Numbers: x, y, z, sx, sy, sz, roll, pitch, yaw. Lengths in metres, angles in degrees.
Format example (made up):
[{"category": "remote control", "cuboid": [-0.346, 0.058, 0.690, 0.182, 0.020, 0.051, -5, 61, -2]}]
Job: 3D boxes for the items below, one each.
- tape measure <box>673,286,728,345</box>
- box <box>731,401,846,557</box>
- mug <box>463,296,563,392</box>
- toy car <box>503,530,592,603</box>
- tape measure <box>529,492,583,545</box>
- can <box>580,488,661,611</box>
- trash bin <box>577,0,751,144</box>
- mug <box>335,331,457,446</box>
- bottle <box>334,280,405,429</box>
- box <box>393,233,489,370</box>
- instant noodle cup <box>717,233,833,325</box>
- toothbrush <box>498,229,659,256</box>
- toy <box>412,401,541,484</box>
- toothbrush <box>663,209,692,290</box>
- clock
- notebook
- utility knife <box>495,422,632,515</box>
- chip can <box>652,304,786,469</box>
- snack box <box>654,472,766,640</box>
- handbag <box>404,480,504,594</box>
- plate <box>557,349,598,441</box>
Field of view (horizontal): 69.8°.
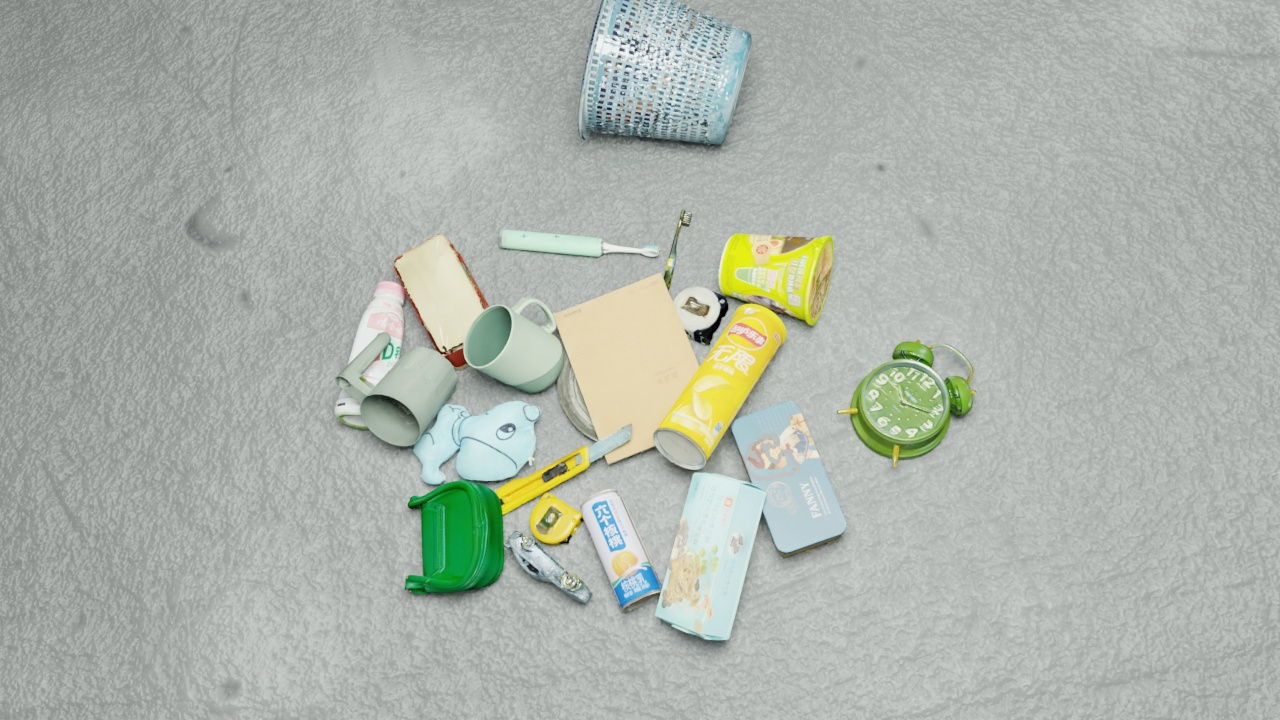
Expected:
[{"category": "tape measure", "cuboid": [0.073, -0.060, 1.178, 0.066, 0.033, 0.065, 23, 72, 16]}, {"category": "box", "cuboid": [0.173, 0.144, 1.069, 0.090, 0.061, 0.184, -22, 66, 1]}, {"category": "mug", "cuboid": [-0.147, -0.023, 1.146, 0.082, 0.106, 0.111, 31, 90, 44]}, {"category": "toy car", "cuboid": [-0.109, 0.245, 1.077, 0.120, 0.054, 0.036, 34, 74, 18]}, {"category": "tape measure", "cuboid": [-0.105, 0.194, 1.110, 0.060, 0.029, 0.057, 30, 77, 19]}, {"category": "can", "cuboid": [-0.023, 0.220, 1.073, 0.053, 0.053, 0.134, -25, 67, -2]}, {"category": "trash bin", "cuboid": [0.038, -0.384, 1.229, 0.195, 0.227, 0.226, 16, 71, 1]}, {"category": "mug", "cuboid": [-0.302, 0.030, 1.144, 0.124, 0.084, 0.103, 42, 40, -12]}, {"category": "bottle", "cuboid": [-0.349, -0.011, 1.209, 0.068, 0.068, 0.196, 2, 66, 9]}, {"category": "box", "cuboid": [-0.254, -0.083, 1.215, 0.091, 0.077, 0.168, -31, 68, -3]}, {"category": "instant noodle cup", "cuboid": [0.167, -0.110, 1.149, 0.123, 0.112, 0.111, 13, 71, 21]}, {"category": "toothbrush", "cuboid": [-0.084, -0.156, 1.244, 0.225, 0.026, 0.027, 7, 48, 12]}, {"category": "toy", "cuboid": [-0.200, 0.103, 1.149, 0.156, 0.050, 0.161, 36, 80, 24]}, {"category": "toothbrush", "cuboid": [0.042, -0.118, 1.218, 0.017, 0.012, 0.185, 13, 71, 2]}, {"category": "clock", "cuboid": [0.322, 0.043, 1.086, 0.161, 0.056, 0.116, -41, 70, -8]}, {"category": "notebook", "cuboid": [-0.007, 0.007, 1.148, 0.149, 0.012, 0.211, -22, 72, 1]}, {"category": "utility knife", "cuboid": [-0.101, 0.133, 1.120, 0.215, 0.015, 0.033, -30, 71, 9]}, {"category": "chip can", "cuboid": [0.097, 0.029, 1.089, 0.072, 0.072, 0.212, 25, 58, 17]}, {"category": "snack box", "cuboid": [0.079, 0.217, 1.029, 0.074, 0.051, 0.174, 6, 77, 50]}, {"category": "handbag", "cuboid": [-0.227, 0.212, 1.096, 0.120, 0.068, 0.131, -13, 69, 17]}, {"category": "plate", "cuboid": [-0.017, 0.023, 1.164, 0.179, 0.024, 0.179, -3, 73, 8]}]
